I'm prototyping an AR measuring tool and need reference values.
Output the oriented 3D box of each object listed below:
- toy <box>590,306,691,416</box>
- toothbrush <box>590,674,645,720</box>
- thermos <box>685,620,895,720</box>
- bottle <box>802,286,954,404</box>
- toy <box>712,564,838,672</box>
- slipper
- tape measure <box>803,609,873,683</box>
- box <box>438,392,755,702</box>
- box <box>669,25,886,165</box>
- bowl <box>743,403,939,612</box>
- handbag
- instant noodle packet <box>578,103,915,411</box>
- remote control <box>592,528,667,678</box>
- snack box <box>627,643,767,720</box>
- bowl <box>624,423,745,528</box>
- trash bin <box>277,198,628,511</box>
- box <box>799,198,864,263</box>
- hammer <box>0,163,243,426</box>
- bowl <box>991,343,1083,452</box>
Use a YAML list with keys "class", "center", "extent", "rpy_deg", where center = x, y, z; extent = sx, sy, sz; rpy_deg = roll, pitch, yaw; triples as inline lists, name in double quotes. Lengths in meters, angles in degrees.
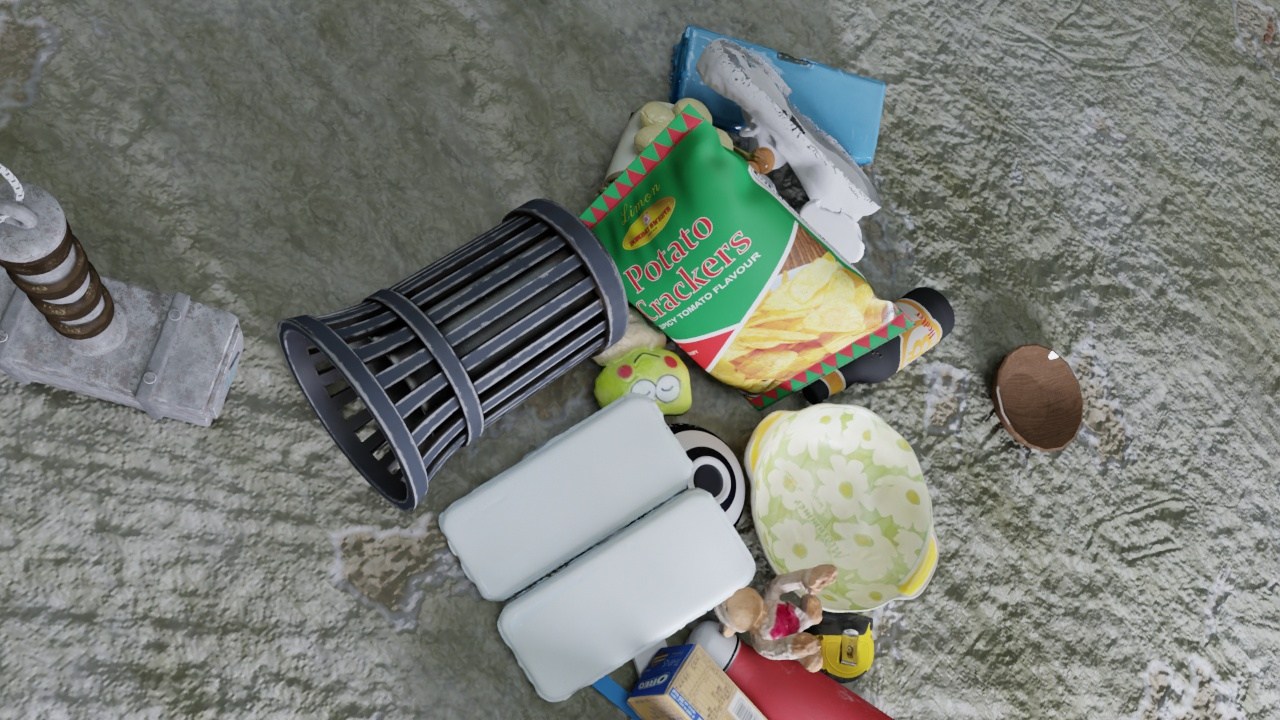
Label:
- class: "toy"
  center: [-0.005, 0.005, 0.824]
  extent: [0.092, 0.046, 0.115]
  rpy_deg: [-17, 76, -25]
- class: "toothbrush"
  center: [-0.016, 0.285, 0.771]
  extent: [0.166, 0.014, 0.016]
  rpy_deg: [40, 64, -4]
- class: "thermos"
  center: [0.143, 0.303, 0.793]
  extent: [0.240, 0.073, 0.073]
  rpy_deg: [34, 67, -2]
- class: "bottle"
  center: [0.232, -0.009, 0.911]
  extent: [0.181, 0.059, 0.059]
  rpy_deg: [-31, 90, -25]
- class: "toy"
  center: [0.107, 0.206, 0.766]
  extent: [0.106, 0.074, 0.085]
  rpy_deg: [7, 60, 22]
- class: "slipper"
  center: [0.139, -0.212, 0.882]
  extent: [0.075, 0.112, 0.246]
  rpy_deg: [-43, 126, 14]
- class: "tape measure"
  center: [0.182, 0.262, 0.838]
  extent: [0.065, 0.037, 0.064]
  rpy_deg: [15, 72, -17]
- class: "box"
  center: [-0.035, 0.150, 0.747]
  extent: [0.209, 0.037, 0.189]
  rpy_deg: [-30, 93, -2]
- class: "box"
  center: [0.140, -0.270, 0.955]
  extent: [0.231, 0.052, 0.093]
  rpy_deg: [8, 91, -19]
- class: "bowl"
  center: [0.176, 0.137, 0.854]
  extent: [0.219, 0.060, 0.188]
  rpy_deg: [39, 67, -8]
- class: "handbag"
  center: [0.059, -0.163, 0.847]
  extent: [0.171, 0.124, 0.112]
  rpy_deg: [28, 54, -14]
- class: "instant noodle packet"
  center: [0.075, -0.072, 0.786]
  extent: [0.252, 0.196, 0.090]
  rpy_deg: [42, 49, -11]
- class: "remote control"
  center: [-0.007, 0.211, 0.789]
  extent: [0.033, 0.012, 0.131]
  rpy_deg: [-17, 84, -32]
- class: "snack box"
  center: [0.083, 0.329, 0.761]
  extent: [0.207, 0.056, 0.057]
  rpy_deg: [49, 50, -8]
- class: "bowl"
  center: [0.044, 0.110, 0.799]
  extent: [0.120, 0.067, 0.120]
  rpy_deg: [8, 71, -24]
- class: "trash bin"
  center: [-0.134, -0.017, 0.719]
  extent: [0.226, 0.165, 0.164]
  rpy_deg: [-36, 92, -28]
- class: "box"
  center: [0.154, -0.062, 0.856]
  extent: [0.106, 0.080, 0.150]
  rpy_deg: [-43, 136, -26]
- class: "hammer"
  center: [-0.341, -0.041, 0.547]
  extent: [0.177, 0.327, 0.079]
  rpy_deg: [18, 71, -17]
- class: "bowl"
  center: [0.421, 0.042, 0.988]
  extent: [0.117, 0.030, 0.117]
  rpy_deg: [5, 76, -20]
